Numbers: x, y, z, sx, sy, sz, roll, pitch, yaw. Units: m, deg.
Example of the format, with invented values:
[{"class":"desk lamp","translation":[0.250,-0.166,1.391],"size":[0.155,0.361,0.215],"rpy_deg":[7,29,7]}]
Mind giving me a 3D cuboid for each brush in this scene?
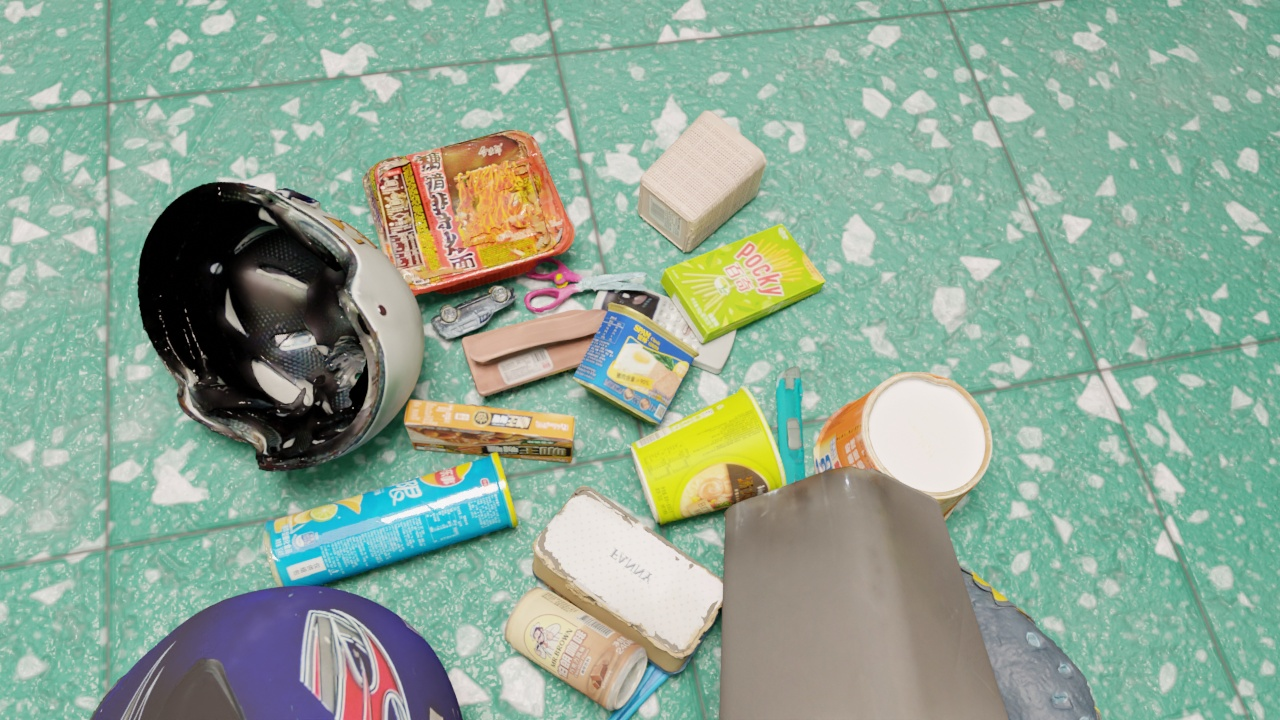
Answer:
[{"class":"brush","translation":[-0.097,-0.014,0.902],"size":[0.145,0.073,0.063],"rpy_deg":[-17,69,-14]},{"class":"brush","translation":[-0.036,0.325,0.788],"size":[0.083,0.046,0.254],"rpy_deg":[40,66,16]}]

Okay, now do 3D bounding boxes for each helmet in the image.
[{"class":"helmet","translation":[-0.304,-0.036,0.838],"size":[0.274,0.156,0.230],"rpy_deg":[34,107,19]},{"class":"helmet","translation":[-0.242,0.318,0.650],"size":[0.240,0.247,0.315],"rpy_deg":[-17,62,8]}]

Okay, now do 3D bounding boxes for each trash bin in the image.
[{"class":"trash bin","translation":[0.169,0.224,0.751],"size":[0.199,0.199,0.219],"rpy_deg":[25,49,-39]}]

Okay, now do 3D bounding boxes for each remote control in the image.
[{"class":"remote control","translation":[0.024,-0.038,0.950],"size":[0.150,0.021,0.058],"rpy_deg":[21,67,3]}]

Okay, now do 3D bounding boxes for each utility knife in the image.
[{"class":"utility knife","translation":[0.152,0.088,0.913],"size":[0.029,0.013,0.181],"rpy_deg":[2,67,-4]}]

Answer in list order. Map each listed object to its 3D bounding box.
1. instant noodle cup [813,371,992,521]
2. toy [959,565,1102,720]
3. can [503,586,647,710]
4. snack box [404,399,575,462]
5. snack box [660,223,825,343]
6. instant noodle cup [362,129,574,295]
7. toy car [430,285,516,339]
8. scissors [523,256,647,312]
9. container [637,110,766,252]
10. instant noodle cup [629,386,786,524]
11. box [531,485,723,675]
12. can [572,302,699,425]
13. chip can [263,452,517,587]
[{"class":"instant noodle cup","translation":[0.252,0.086,0.870],"size":[0.151,0.112,0.151],"rpy_deg":[2,67,-5]},{"class":"toy","translation":[0.311,0.310,0.768],"size":[0.138,0.091,0.355],"rpy_deg":[-11,64,8]},{"class":"can","translation":[-0.056,0.247,0.789],"size":[0.116,0.058,0.058],"rpy_deg":[24,66,23]},{"class":"snack box","translation":[-0.139,0.068,0.862],"size":[0.153,0.075,0.026],"rpy_deg":[5,66,-3]},{"class":"snack box","translation":[0.108,-0.083,0.961],"size":[0.156,0.026,0.085],"rpy_deg":[-23,69,-23]},{"class":"instant noodle cup","translation":[-0.174,-0.144,0.942],"size":[0.188,0.079,0.164],"rpy_deg":[-17,66,-9]},{"class":"toy car","translation":[-0.167,-0.051,0.929],"size":[0.090,0.043,0.034],"rpy_deg":[-25,99,-12]},{"class":"scissors","translation":[-0.057,-0.072,0.945],"size":[0.137,0.017,0.073],"rpy_deg":[7,64,14]},{"class":"container","translation":[0.061,-0.187,0.981],"size":[0.090,0.090,0.110],"rpy_deg":[41,73,12]},{"class":"instant noodle cup","translation":[0.059,0.097,0.858],"size":[0.123,0.112,0.111],"rpy_deg":[-20,70,-4]},{"class":"box","translation":[-0.006,0.198,0.817],"size":[0.184,0.061,0.089],"rpy_deg":[36,60,13]},{"class":"can","translation":[-0.005,0.005,0.882],"size":[0.102,0.057,0.083],"rpy_deg":[32,82,-35]},{"class":"chip can","translation":[-0.221,0.146,0.825],"size":[0.210,0.071,0.071],"rpy_deg":[-16,70,-11]}]
